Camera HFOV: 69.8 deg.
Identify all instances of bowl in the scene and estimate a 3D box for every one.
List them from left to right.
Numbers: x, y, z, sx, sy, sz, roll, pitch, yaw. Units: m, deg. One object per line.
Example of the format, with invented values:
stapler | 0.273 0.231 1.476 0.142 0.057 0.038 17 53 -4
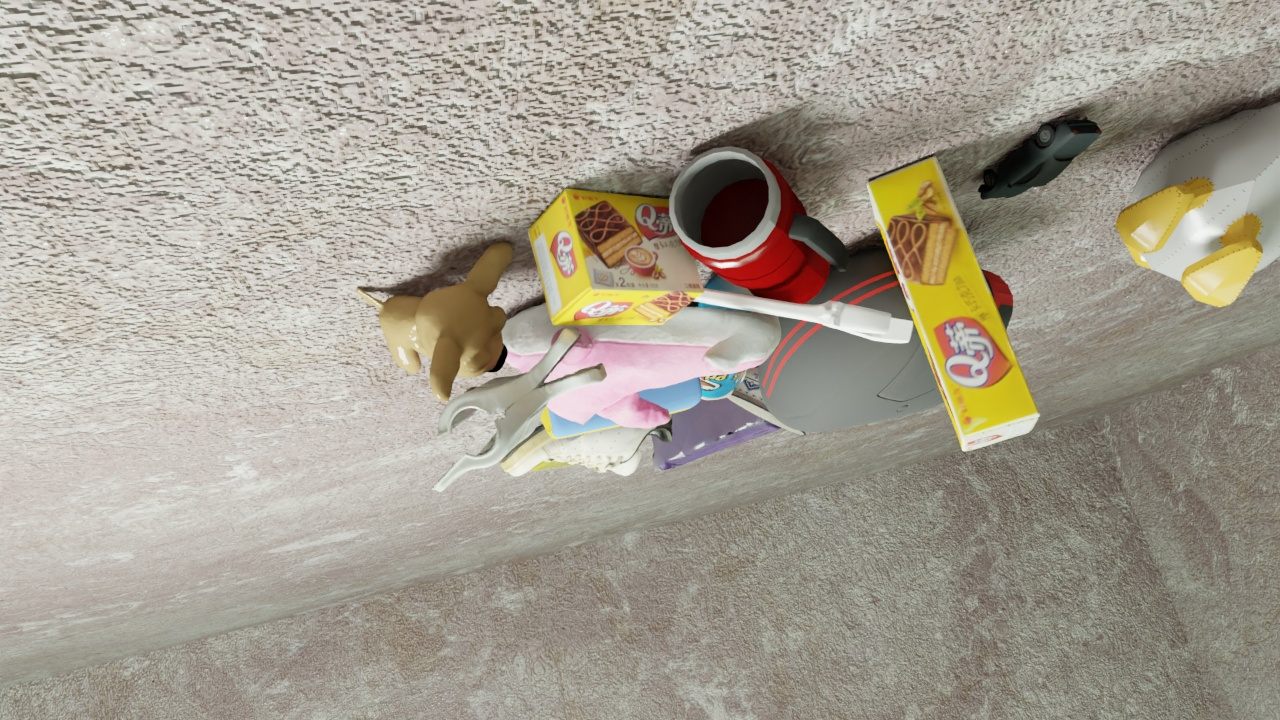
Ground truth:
bowl | 0.167 0.042 1.151 0.115 0.059 0.115 28 175 2

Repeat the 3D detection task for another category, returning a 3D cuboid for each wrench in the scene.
wrench | 0.079 -0.047 0.728 0.274 0.018 0.066 12 180 32

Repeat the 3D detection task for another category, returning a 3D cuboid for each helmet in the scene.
helmet | 0.232 -0.026 0.930 0.265 0.164 0.169 -35 145 23

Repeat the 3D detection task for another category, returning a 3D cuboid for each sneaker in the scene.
sneaker | -0.057 0.105 1.130 0.240 0.102 0.089 -24 179 -30

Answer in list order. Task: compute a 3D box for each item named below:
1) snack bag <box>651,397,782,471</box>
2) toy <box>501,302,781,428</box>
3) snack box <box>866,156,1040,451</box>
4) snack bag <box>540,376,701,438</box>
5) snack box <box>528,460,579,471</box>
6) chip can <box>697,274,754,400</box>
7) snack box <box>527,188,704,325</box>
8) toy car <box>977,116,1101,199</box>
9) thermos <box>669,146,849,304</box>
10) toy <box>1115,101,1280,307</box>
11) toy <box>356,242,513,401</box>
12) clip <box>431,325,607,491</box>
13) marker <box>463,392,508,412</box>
snack bag | 0.094 0.079 1.275 0.206 0.096 0.058 -25 162 26
toy | -0.005 0.005 0.811 0.266 0.128 0.186 -2 -163 23
snack box | 0.263 -0.044 0.778 0.062 0.230 0.110 -20 164 15
snack bag | -0.036 0.021 0.980 0.159 0.102 0.205 -12 176 -11
snack box | -0.083 0.114 1.324 0.121 0.045 0.181 -6 164 -35
chip can | 0.090 -0.022 0.977 0.080 0.079 0.230 -14 164 -6
snack box | -0.018 -0.074 0.685 0.105 0.083 0.061 -2 158 -37
toy car | 0.340 -0.168 0.787 0.046 0.034 0.112 -8 162 -24
thermos | 0.102 -0.093 0.709 0.108 0.084 0.198 16 179 23
toy | 0.551 -0.152 0.877 0.266 0.141 0.247 -33 162 -45
toy | -0.156 -0.026 0.720 0.108 0.134 0.106 4 153 35
clip | -0.100 0.027 0.691 0.151 0.091 0.125 -47 -177 6
marker | -0.173 0.051 1.086 0.022 0.016 0.138 13 173 18
